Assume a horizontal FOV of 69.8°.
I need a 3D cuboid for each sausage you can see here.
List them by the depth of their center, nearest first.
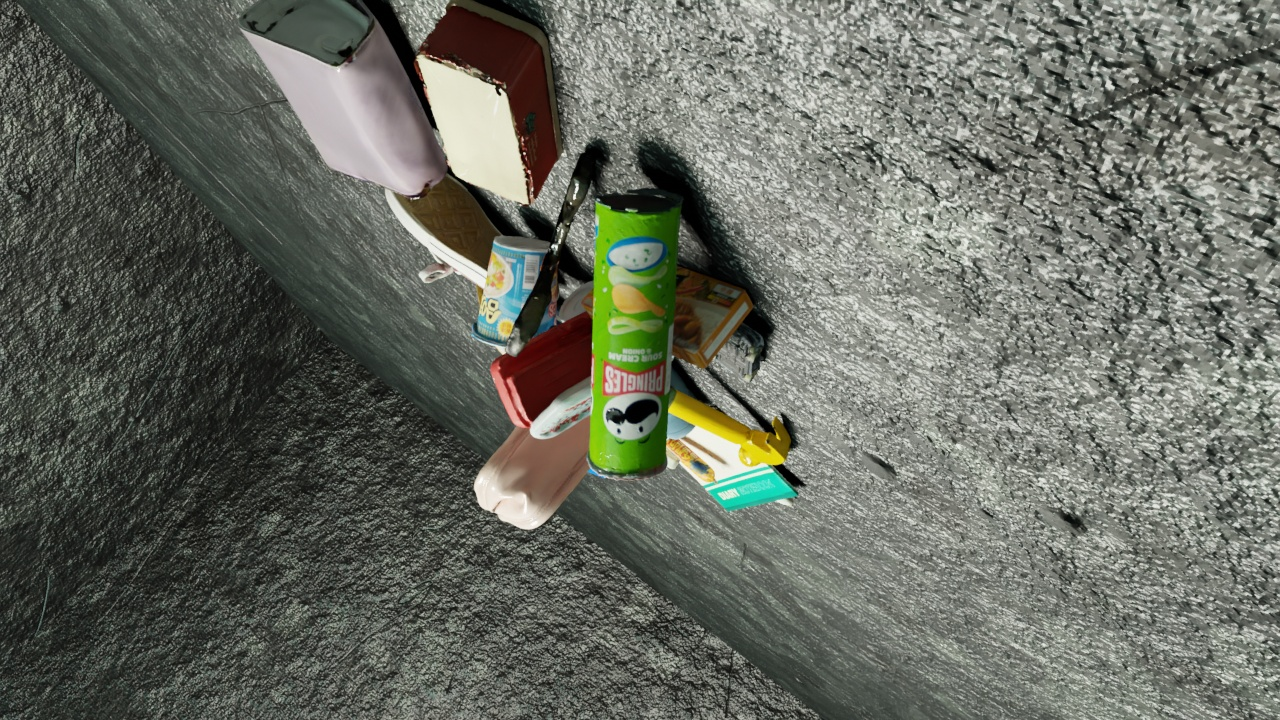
[{"bbox_3d":[0.041,0.108,1.197,0.165,0.021,0.021,39,165,29],"label":"sausage"}]

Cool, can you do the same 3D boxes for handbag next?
[{"bbox_3d":[-0.279,-0.262,0.904,0.145,0.098,0.197,34,162,25],"label":"handbag"},{"bbox_3d":[-0.118,0.117,1.086,0.093,0.192,0.235,40,152,-2],"label":"handbag"}]

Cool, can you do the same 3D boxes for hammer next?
[{"bbox_3d":[0.031,0.041,0.997,0.300,0.032,0.129,26,161,-11],"label":"hammer"}]

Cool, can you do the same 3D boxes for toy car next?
[{"bbox_3d":[0.091,-0.012,0.852,0.049,0.031,0.106,37,167,14],"label":"toy car"}]

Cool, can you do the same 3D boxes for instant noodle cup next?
[{"bbox_3d":[-0.132,-0.077,1.011,0.099,0.110,0.099,8,-163,-3],"label":"instant noodle cup"}]

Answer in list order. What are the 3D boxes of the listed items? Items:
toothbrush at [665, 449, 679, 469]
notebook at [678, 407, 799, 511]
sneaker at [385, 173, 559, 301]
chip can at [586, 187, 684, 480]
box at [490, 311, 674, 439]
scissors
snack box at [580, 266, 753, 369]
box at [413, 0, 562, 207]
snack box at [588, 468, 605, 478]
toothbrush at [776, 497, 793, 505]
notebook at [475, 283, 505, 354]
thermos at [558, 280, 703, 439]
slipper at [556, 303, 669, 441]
[{"bbox_3d":[-0.028,0.083,1.226,0.189,0.029,0.020,33,148,1],"label":"toothbrush"},{"bbox_3d":[0.105,0.132,1.183,0.150,0.012,0.210,45,158,-3],"label":"notebook"},{"bbox_3d":[-0.208,-0.130,1.088,0.241,0.118,0.088,40,144,-17],"label":"sneaker"},{"bbox_3d":[-0.006,-0.020,0.761,0.072,0.072,0.236,25,121,43],"label":"chip can"},{"bbox_3d":[-0.031,-0.001,0.876,0.100,0.200,0.095,-9,107,49],"label":"box"},{"bbox_3d":[-0.080,-0.085,0.831,0.021,0.220,0.234,21,139,-5],"label":"scissors"},{"bbox_3d":[0.022,-0.050,0.831,0.154,0.075,0.026,25,159,42],"label":"snack box"},{"bbox_3d":[-0.123,-0.197,0.740,0.091,0.077,0.168,24,160,9],"label":"box"},{"bbox_3d":[-0.073,0.080,1.273,0.085,0.026,0.157,16,115,23],"label":"snack box"},{"bbox_3d":[0.122,0.135,1.199,0.188,0.016,0.017,32,152,28],"label":"toothbrush"},{"bbox_3d":[-0.173,-0.043,1.223,0.146,0.010,0.206,53,-172,-36],"label":"notebook"},{"bbox_3d":[-0.006,0.006,1.054,0.070,0.070,0.220,17,151,54],"label":"thermos"},{"bbox_3d":[-0.069,0.030,1.169,0.253,0.095,0.105,38,141,5],"label":"slipper"}]
